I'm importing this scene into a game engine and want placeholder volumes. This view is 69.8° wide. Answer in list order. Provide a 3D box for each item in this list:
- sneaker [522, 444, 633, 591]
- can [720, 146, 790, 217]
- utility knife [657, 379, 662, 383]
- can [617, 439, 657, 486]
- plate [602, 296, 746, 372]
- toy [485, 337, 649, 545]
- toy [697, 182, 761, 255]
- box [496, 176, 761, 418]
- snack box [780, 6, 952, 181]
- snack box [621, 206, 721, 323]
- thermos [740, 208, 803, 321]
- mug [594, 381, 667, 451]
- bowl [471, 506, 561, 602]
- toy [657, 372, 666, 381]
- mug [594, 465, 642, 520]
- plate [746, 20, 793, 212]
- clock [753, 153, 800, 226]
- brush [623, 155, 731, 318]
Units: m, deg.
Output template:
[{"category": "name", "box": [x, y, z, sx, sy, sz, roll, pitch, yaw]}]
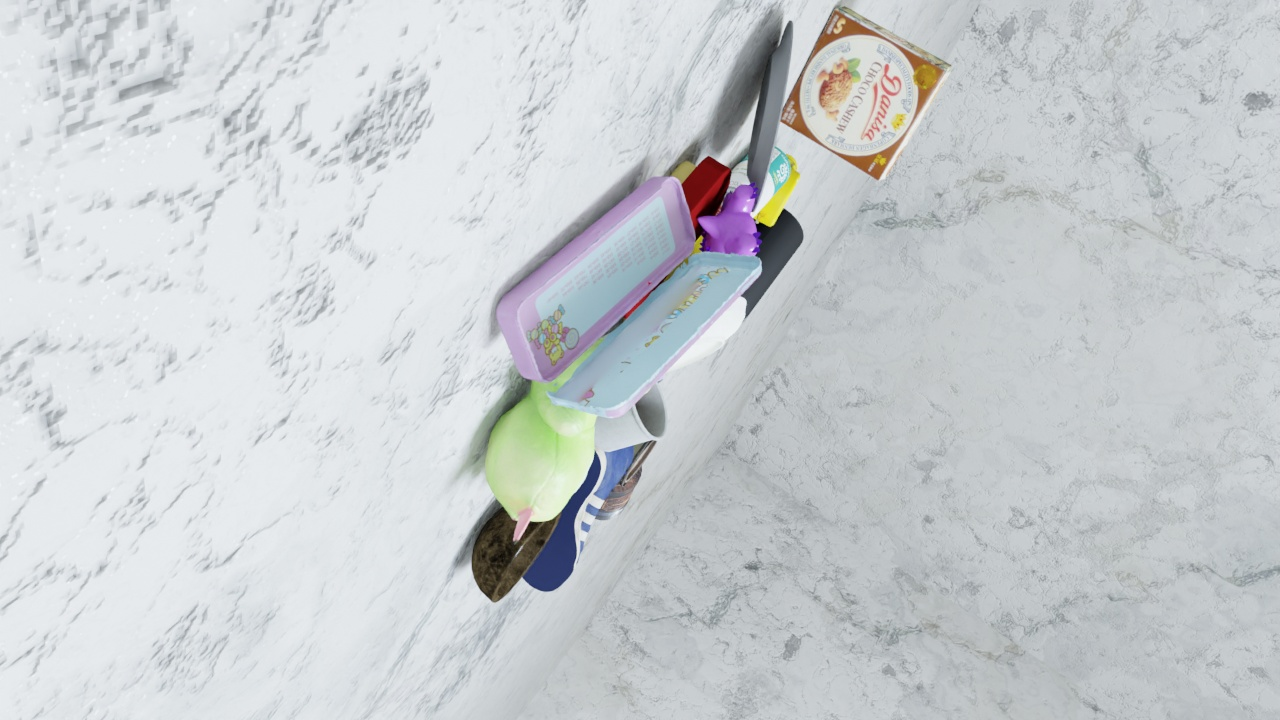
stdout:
[{"category": "sneaker", "box": [-0.079, 0.163, 1.130, 0.118, 0.091, 0.234, -44, 156, -59]}, {"category": "can", "box": [0.127, -0.201, 1.043, 0.101, 0.055, 0.055, -49, 167, -38]}, {"category": "utility knife", "box": [-0.010, 0.043, 1.120, 0.022, 0.015, 0.167, -40, -177, -25]}, {"category": "can", "box": [-0.027, 0.112, 1.225, 0.089, 0.074, 0.090, -53, 169, -15]}, {"category": "plate", "box": [0.025, -0.014, 0.919, 0.182, 0.034, 0.182, -19, 170, -4]}, {"category": "toy", "box": [-0.075, 0.060, 0.810, 0.197, 0.107, 0.150, -49, -174, 6]}, {"category": "toy", "box": [0.081, -0.111, 0.860, 0.088, 0.056, 0.106, 88, 2, -64]}, {"category": "box", "box": [0.001, -0.055, 0.693, 0.213, 0.091, 0.090, -45, 131, -36]}, {"category": "snack box", "box": [0.257, -0.308, 1.062, 0.041, 0.147, 0.143, -41, 162, -53]}, {"category": "snack box", "box": [0.030, -0.079, 0.995, 0.121, 0.045, 0.181, -50, 167, -30]}, {"category": "thermos", "box": [0.135, -0.117, 1.243, 0.198, 0.086, 0.086, -52, 169, -24]}, {"category": "mug", "box": [-0.024, 0.052, 1.012, 0.071, 0.084, 0.113, -18, 157, 24]}, {"category": "bowl", "box": [-0.144, 0.195, 0.993, 0.121, 0.056, 0.121, -54, 169, -15]}, {"category": "toy", "box": [0.011, 0.004, 1.191, 0.080, 0.036, 0.100, -37, 155, -35]}, {"category": "mug", "box": [-0.062, 0.180, 1.307, 0.115, 0.080, 0.107, -20, 154, -23]}, {"category": "plate", "box": [0.119, -0.231, 0.875, 0.178, 0.012, 0.178, 70, 30, -90]}, {"category": "clock", "box": [0.161, -0.217, 1.150, 0.083, 0.057, 0.118, -63, 176, 32]}, {"category": "brush", "box": [0.019, -0.117, 0.840, 0.173, 0.042, 0.082, -52, 169, -25]}]
